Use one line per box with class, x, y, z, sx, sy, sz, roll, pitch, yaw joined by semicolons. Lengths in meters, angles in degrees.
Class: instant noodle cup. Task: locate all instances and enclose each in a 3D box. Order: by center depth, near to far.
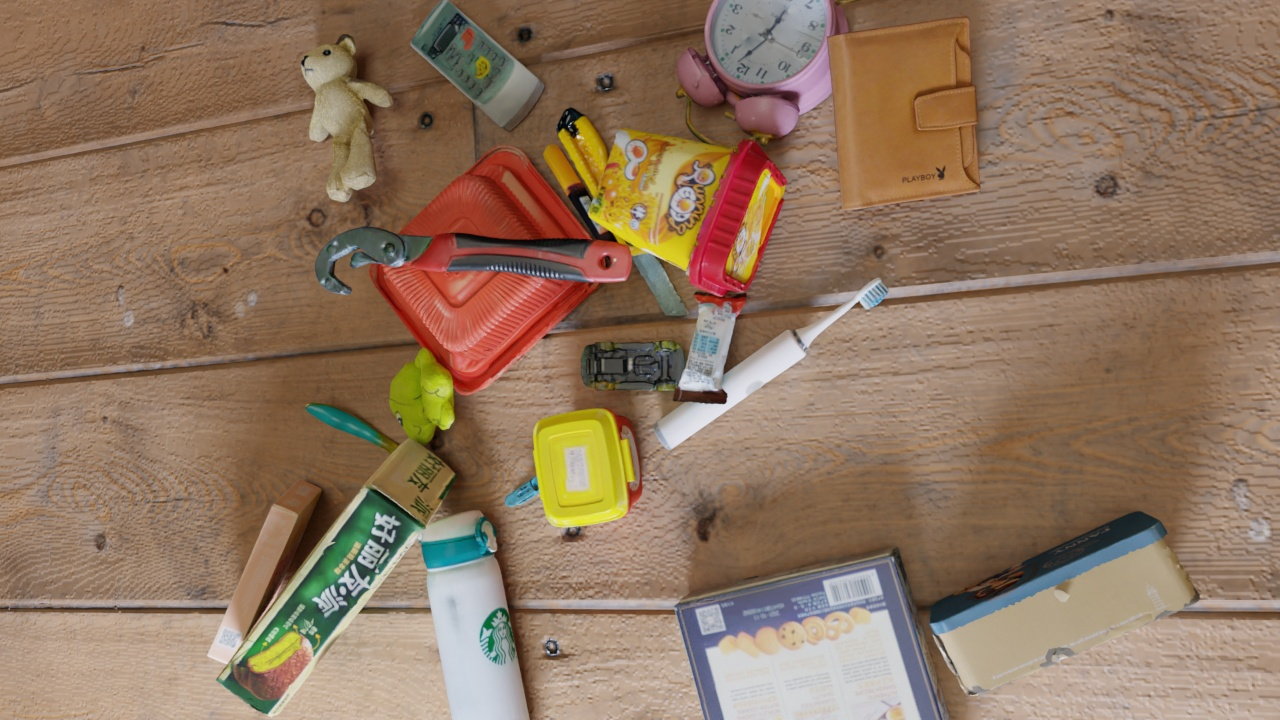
instant noodle cup;0.036;-0.123;0.727;0.124;0.116;0.116;23;95;19
instant noodle cup;-0.141;-0.082;0.802;0.189;0.079;0.164;-42;81;7

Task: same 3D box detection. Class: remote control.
remote control;-0.150;-0.271;0.840;0.135;0.019;0.056;44;101;14

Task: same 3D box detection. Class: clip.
clip;-0.094;0.111;0.811;0.056;0.041;0.014;-33;80;8

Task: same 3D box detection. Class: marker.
marker;-0.050;-0.137;0.806;0.124;0.018;0.015;58;143;10

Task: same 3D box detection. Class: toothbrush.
toothbrush;0.104;0.002;0.747;0.221;0.026;0.026;-36;72;13

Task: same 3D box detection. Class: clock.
clock;0.096;-0.242;0.739;0.117;0.059;0.158;36;100;16

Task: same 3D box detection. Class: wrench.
wrench;-0.141;-0.083;0.752;0.274;0.016;0.056;0;88;12

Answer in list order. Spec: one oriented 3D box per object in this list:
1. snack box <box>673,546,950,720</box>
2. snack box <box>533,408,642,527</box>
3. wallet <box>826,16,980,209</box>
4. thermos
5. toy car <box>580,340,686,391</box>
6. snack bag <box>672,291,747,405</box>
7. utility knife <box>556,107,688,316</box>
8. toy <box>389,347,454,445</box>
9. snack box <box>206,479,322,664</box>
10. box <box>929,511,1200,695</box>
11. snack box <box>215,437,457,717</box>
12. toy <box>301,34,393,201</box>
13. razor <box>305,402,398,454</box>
snack box;0.137;0.256;0.719;0.178;0.045;0.182;-17;83;17
snack box;-0.038;0.087;0.762;0.082;0.080;0.091;-11;85;18
wallet;0.200;-0.186;0.697;0.108;0.031;0.132;-7;103;1
thermos;-0.141;0.244;0.798;0.073;0.073;0.224;-14;84;17
toy car;-0.005;0.005;0.776;0.091;0.036;0.043;0;87;18
snack bag;0.057;-0.012;0.749;0.048;0.026;0.104;4;70;16
utility knife;-0.016;-0.129;0.795;0.033;0.015;0.216;-32;80;17
toy;-0.196;0.033;0.824;0.100;0.031;0.097;13;112;46
snack box;-0.348;0.195;0.856;0.026;0.084;0.157;25;96;-7
box;0.299;0.168;0.648;0.184;0.089;0.060;-32;78;12
snack box;-0.262;0.187;0.801;0.063;0.114;0.240;38;104;-7
toy;-0.281;-0.224;0.857;0.105;0.066;0.157;-22;74;33
razor;-0.257;0.073;0.859;0.132;0.028;0.043;28;110;11
